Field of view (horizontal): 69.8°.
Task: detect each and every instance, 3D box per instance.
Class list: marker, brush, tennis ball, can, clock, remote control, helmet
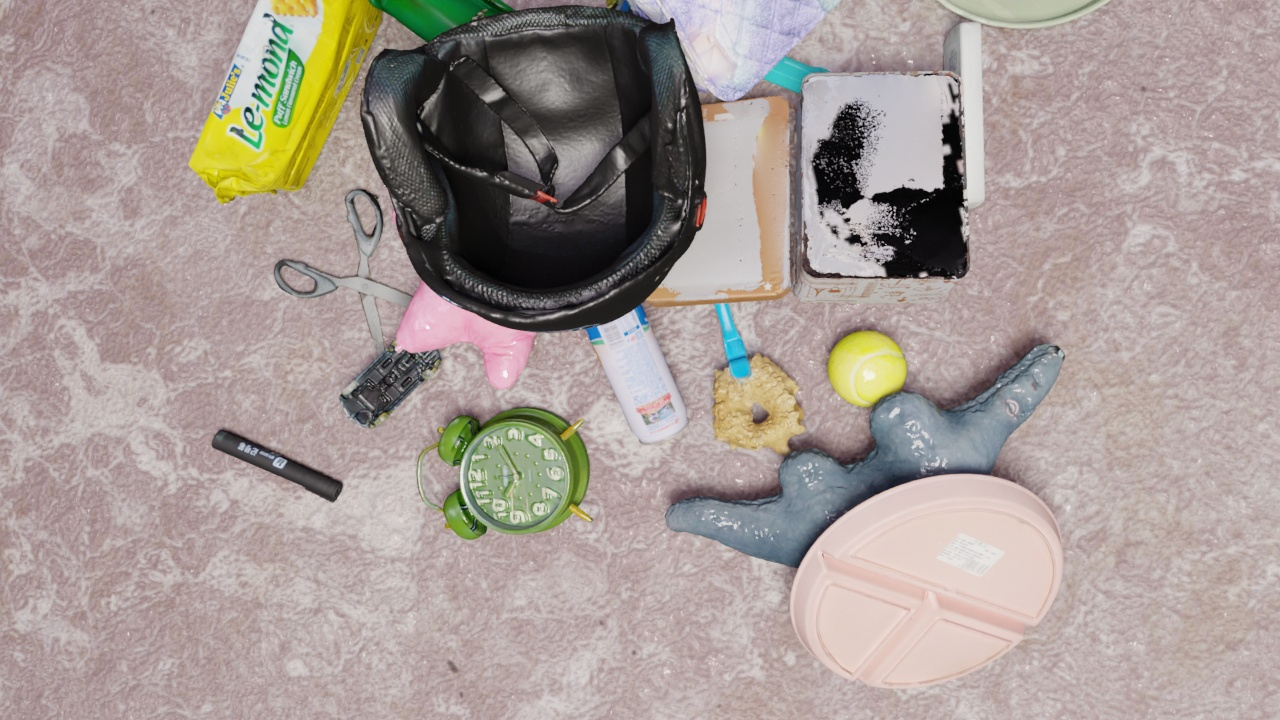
[{"bbox_3d":[-0.347,0.101,0.877,0.132,0.020,0.022,23,124,4],"label":"marker"},{"bbox_3d":[0.077,-0.036,0.806,0.083,0.046,0.254,-17,86,9],"label":"brush"},{"bbox_3d":[0.193,0.007,0.780,0.065,0.065,0.065,0,93,7],"label":"tennis ball"},{"bbox_3d":[-0.005,0.005,0.795,0.053,0.053,0.134,-22,107,7],"label":"can"},{"bbox_3d":[-0.124,0.103,0.830,0.161,0.056,0.116,-5,91,8],"label":"clock"},{"bbox_3d":[0.271,-0.202,0.764,0.021,0.058,0.150,-2,93,4],"label":"remote control"},{"bbox_3d":[-0.065,-0.135,0.692,0.233,0.230,0.274,-3,70,7],"label":"helmet"}]

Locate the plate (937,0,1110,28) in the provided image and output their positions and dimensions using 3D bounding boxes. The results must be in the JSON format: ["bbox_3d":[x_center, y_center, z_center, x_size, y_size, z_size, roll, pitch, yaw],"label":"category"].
[{"bbox_3d":[0.321,-0.389,0.764,0.230,0.027,0.230,0,93,8],"label":"plate"}]

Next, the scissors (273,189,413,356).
[{"bbox_3d":[-0.256,-0.075,0.861,0.177,0.014,0.159,20,98,3],"label":"scissors"}]

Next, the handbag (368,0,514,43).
[{"bbox_3d":[-0.159,-0.295,0.783,0.131,0.120,0.068,36,102,2],"label":"handbag"}]

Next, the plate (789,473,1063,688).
[{"bbox_3d":[0.236,0.189,0.745,0.229,0.028,0.230,-3,121,-6],"label":"plate"}]

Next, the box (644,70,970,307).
[{"bbox_3d":[0.124,-0.137,0.755,0.262,0.088,0.177,1,79,6],"label":"box"}]

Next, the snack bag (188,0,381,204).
[{"bbox_3d":[-0.292,-0.248,0.787,0.068,0.158,0.246,25,96,-12],"label":"snack bag"}]

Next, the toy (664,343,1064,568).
[{"bbox_3d":[0.202,0.104,0.770,0.357,0.091,0.138,-28,92,9],"label":"toy"}]

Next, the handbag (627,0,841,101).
[{"bbox_3d":[0.086,-0.313,0.737,0.193,0.075,0.134,-45,130,-8],"label":"handbag"}]

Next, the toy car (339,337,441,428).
[{"bbox_3d":[-0.231,0.017,0.849,0.105,0.031,0.049,-43,98,6],"label":"toy car"}]

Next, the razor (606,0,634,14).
[{"bbox_3d":[-0.047,-0.354,0.816,0.142,0.022,0.043,48,141,6],"label":"razor"}]

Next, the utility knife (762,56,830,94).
[{"bbox_3d":[0.094,-0.268,0.805,0.193,0.013,0.029,24,94,4],"label":"utility knife"}]

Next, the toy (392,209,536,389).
[{"bbox_3d":[-0.148,-0.070,0.810,0.178,0.075,0.194,-36,84,-11],"label":"toy"}]
